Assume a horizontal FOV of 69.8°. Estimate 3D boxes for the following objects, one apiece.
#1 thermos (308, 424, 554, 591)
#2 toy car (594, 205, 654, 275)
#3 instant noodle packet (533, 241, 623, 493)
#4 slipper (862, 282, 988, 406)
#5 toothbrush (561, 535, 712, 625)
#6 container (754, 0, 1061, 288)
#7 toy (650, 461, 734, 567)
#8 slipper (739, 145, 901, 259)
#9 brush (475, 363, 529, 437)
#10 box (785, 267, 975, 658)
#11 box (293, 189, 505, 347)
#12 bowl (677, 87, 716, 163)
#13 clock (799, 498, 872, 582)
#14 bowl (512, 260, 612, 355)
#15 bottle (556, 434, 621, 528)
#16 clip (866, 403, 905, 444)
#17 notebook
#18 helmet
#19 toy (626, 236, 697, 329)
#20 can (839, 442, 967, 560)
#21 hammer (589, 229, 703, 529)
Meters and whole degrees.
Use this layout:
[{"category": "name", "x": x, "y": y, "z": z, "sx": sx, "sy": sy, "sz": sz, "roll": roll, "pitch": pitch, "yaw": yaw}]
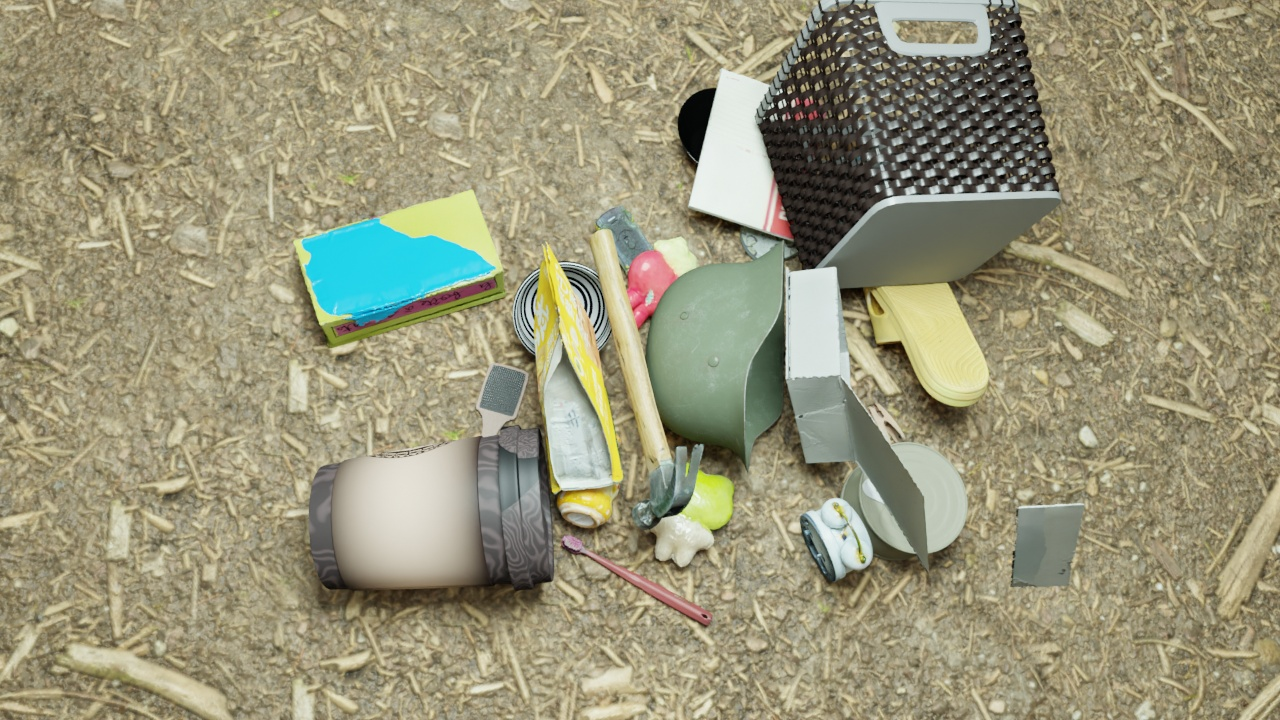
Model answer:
[{"category": "thermos", "x": -0.211, "y": 0.161, "z": 0.954, "sx": 0.226, "sy": 0.173, "sz": 0.172, "roll": -6, "pitch": 71, "yaw": -3}, {"category": "toy car", "x": -0.015, "y": -0.142, "z": 1.156, "sx": 0.048, "sy": 0.033, "sz": 0.105, "roll": -36, "pitch": 92, "yaw": -20}, {"category": "instant noodle packet", "x": -0.079, "y": 0.006, "z": 0.969, "sx": 0.084, "sy": 0.222, "sz": 0.162, "roll": -9, "pitch": 41, "yaw": -2}, {"category": "slipper", "x": 0.346, "y": -0.041, "z": 1.144, "sx": 0.099, "sy": 0.079, "sz": 0.263, "roll": -6, "pitch": 50, "yaw": -12}, {"category": "toothbrush", "x": -0.005, "y": 0.245, "z": 1.028, "sx": 0.190, "sy": 0.016, "sz": 0.016, "roll": 28, "pitch": 68, "yaw": 3}, {"category": "container", "x": 0.302, "y": -0.241, "z": 1.064, "sx": 0.247, "sy": 0.246, "sz": 0.243, "roll": -4, "pitch": 72, "yaw": -14}, {"category": "toy", "x": 0.055, "y": 0.178, "z": 1.047, "sx": 0.092, "sy": 0.043, "sz": 0.117, "roll": 22, "pitch": 72, "yaw": -2}, {"category": "slipper", "x": 0.253, "y": -0.208, "z": 1.208, "sx": 0.268, "sy": 0.055, "sz": 0.098, "roll": -33, "pitch": 80, "yaw": -16}, {"category": "brush", "x": -0.171, "y": 0.067, "z": 1.069, "sx": 0.050, "sy": 0.015, "sz": 0.135, "roll": 16, "pitch": 69, "yaw": -1}, {"category": "box", "x": 0.224, "y": 0.094, "z": 0.958, "sx": 0.108, "sy": 0.166, "sz": 0.417, "roll": -16, "pitch": 49, "yaw": 7}, {"category": "box", "x": -0.282, "y": -0.109, "z": 1.086, "sx": 0.220, "sy": 0.079, "sz": 0.124, "roll": -21, "pitch": 74, "yaw": -12}, {"category": "bowl", "x": 0.101, "y": -0.291, "z": 1.212, "sx": 0.124, "sy": 0.053, "sz": 0.124, "roll": 4, "pitch": 75, "yaw": -13}, {"category": "clock", "x": 0.220, "y": 0.199, "z": 1.023, "sx": 0.057, "sy": 0.118, "sz": 0.083, "roll": -22, "pitch": 75, "yaw": -8}, {"category": "bowl", "x": -0.092, "y": -0.061, "z": 1.092, "sx": 0.120, "sy": 0.066, "sz": 0.120, "roll": -2, "pitch": 104, "yaw": -8}, {"category": "bottle", "x": -0.053, "y": 0.132, "z": 1.037, "sx": 0.063, "sy": 0.063, "sz": 0.108, "roll": 18, "pitch": 59, "yaw": -1}, {"category": "clip", "x": 0.292, "y": 0.085, "z": 1.125, "sx": 0.045, "sy": 0.025, "sz": 0.061, "roll": -28, "pitch": 69, "yaw": -18}, {"category": "notebook", "x": 0.154, "y": -0.265, "z": 1.182, "sx": 0.153, "sy": 0.012, "sz": 0.208, "roll": 16, "pitch": 71, "yaw": -8}, {"category": "helmet", "x": 0.084, "y": -0.004, "z": 1.041, "sx": 0.154, "sy": 0.227, "sz": 0.267, "roll": 1, "pitch": 59, "yaw": 10}, {"category": "toy", "x": 0.017, "y": -0.091, "z": 1.124, "sx": 0.135, "sy": 0.045, "sz": 0.091, "roll": -48, "pitch": 123, "yaw": -7}, {"category": "can", "x": 0.304, "y": 0.166, "z": 1.069, "sx": 0.127, "sy": 0.073, "sz": 0.127, "roll": 3, "pitch": 70, "yaw": -7}, {"category": "hammer", "x": -0.006, "y": 0.006, "z": 0.990, "sx": 0.033, "sy": 0.132, "sz": 0.330, "roll": -4, "pitch": 67, "yaw": -26}]
